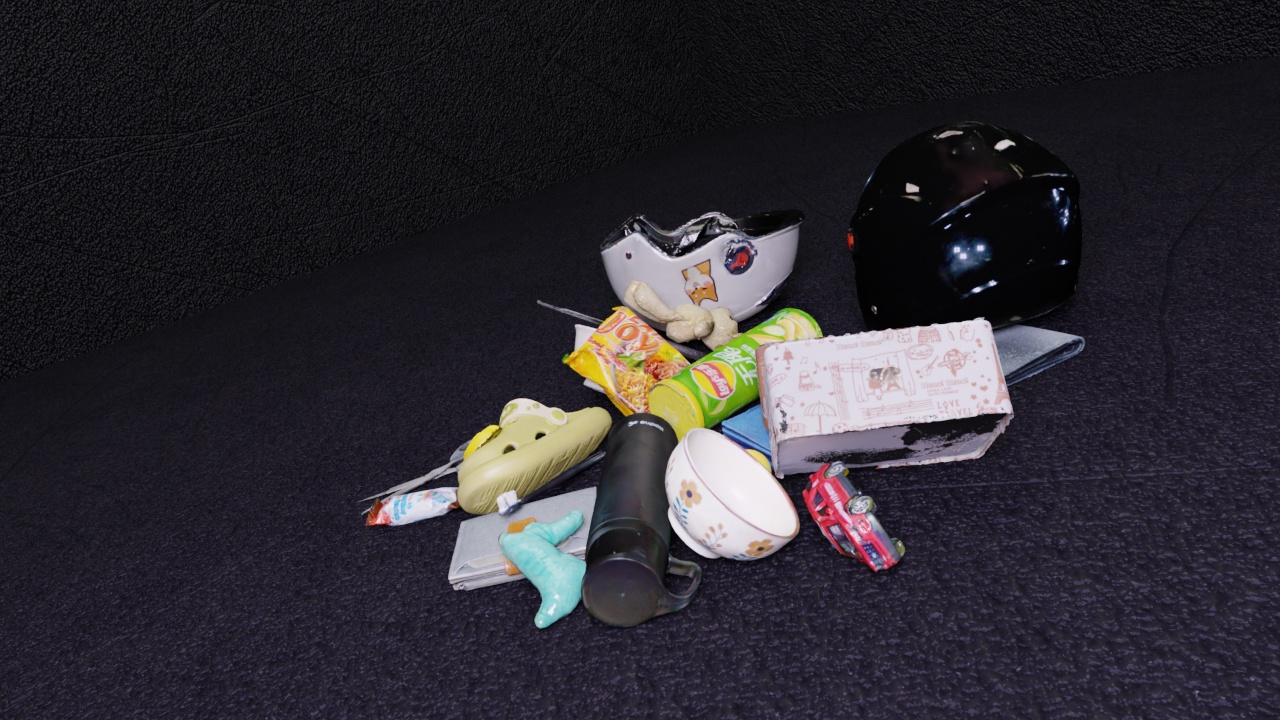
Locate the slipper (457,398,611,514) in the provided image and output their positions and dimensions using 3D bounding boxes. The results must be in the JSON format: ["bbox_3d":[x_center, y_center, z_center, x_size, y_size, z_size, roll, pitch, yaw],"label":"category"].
[{"bbox_3d":[-0.112,0.083,0.904,0.190,0.081,0.092,-24,-25,-44],"label":"slipper"}]

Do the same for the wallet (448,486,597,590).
[{"bbox_3d":[-0.099,0.152,0.798,0.130,0.037,0.106,-15,18,2],"label":"wallet"}]

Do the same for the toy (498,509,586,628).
[{"bbox_3d":[-0.070,0.157,0.727,0.096,0.030,0.092,-31,53,-34],"label":"toy"}]

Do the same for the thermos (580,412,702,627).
[{"bbox_3d":[0.005,0.128,0.765,0.090,0.068,0.242,18,22,-4],"label":"thermos"}]

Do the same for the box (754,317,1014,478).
[{"bbox_3d":[0.194,0.028,0.788,0.179,0.130,0.272,-6,5,5],"label":"box"}]

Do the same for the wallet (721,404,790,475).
[{"bbox_3d":[0.158,0.058,0.873,0.132,0.040,0.106,-23,25,-23],"label":"wallet"}]

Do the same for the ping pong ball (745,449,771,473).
[{"bbox_3d":[0.094,0.098,0.798,0.040,0.040,0.040,-13,19,5],"label":"ping pong ball"}]

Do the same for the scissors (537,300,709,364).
[{"bbox_3d":[-0.013,-0.030,1.118,0.221,0.021,0.225,19,0,8],"label":"scissors"}]

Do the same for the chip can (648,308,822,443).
[{"bbox_3d":[0.108,0.012,0.983,0.220,0.072,0.073,-29,23,-36],"label":"chip can"}]

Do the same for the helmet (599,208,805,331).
[{"bbox_3d":[0.085,-0.117,1.241,0.274,0.157,0.230,-5,16,-3],"label":"helmet"}]

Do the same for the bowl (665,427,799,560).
[{"bbox_3d":[0.061,0.113,0.712,0.062,0.113,0.113,-51,9,19],"label":"bowl"}]

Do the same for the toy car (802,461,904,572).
[{"bbox_3d":[0.155,0.117,0.681,0.045,0.053,0.120,-36,12,3],"label":"toy car"}]

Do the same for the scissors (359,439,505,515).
[{"bbox_3d":[-0.222,0.124,1.016,0.163,0.014,0.165,-10,21,23],"label":"scissors"}]

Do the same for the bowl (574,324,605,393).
[{"bbox_3d":[-0.033,0.008,1.090,0.118,0.064,0.118,20,-5,1],"label":"bowl"}]

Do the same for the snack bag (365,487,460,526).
[{"bbox_3d":[-0.222,0.146,0.924,0.105,0.026,0.045,-11,16,4],"label":"snack bag"}]

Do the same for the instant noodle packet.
[{"bbox_3d":[-0.006,0.006,0.997,0.110,0.128,0.044,-45,-7,-32],"label":"instant noodle packet"}]

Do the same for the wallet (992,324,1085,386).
[{"bbox_3d":[0.365,-0.005,0.923,0.120,0.019,0.097,-23,18,-17],"label":"wallet"}]

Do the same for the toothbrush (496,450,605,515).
[{"bbox_3d":[-0.080,0.112,0.880,0.016,0.018,0.180,-16,2,31],"label":"toothbrush"}]

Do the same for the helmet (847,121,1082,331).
[{"bbox_3d":[0.350,-0.148,1.005,0.233,0.230,0.274,-16,42,-8],"label":"helmet"}]

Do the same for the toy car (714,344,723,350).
[{"bbox_3d":[0.093,0.010,1.058,0.090,0.035,0.042,-36,26,-34],"label":"toy car"}]

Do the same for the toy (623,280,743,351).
[{"bbox_3d":[0.053,-0.055,1.133,0.157,0.066,0.105,23,-13,-20],"label":"toy"}]
